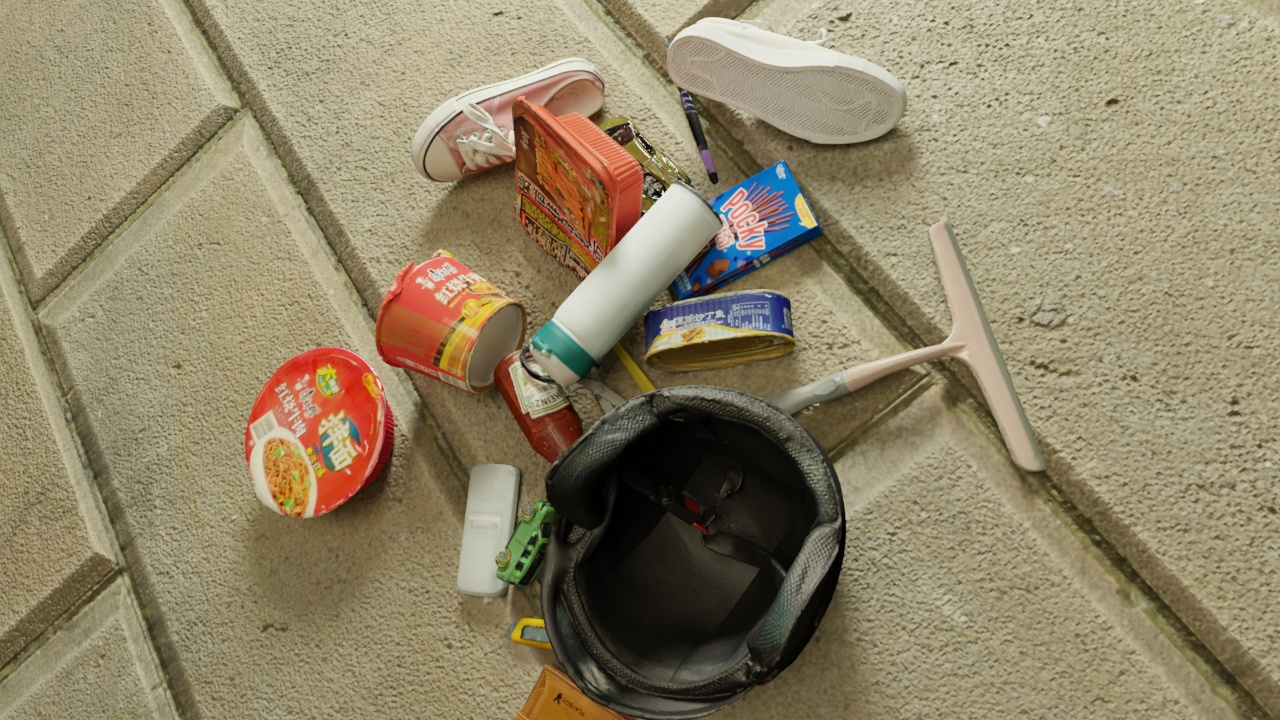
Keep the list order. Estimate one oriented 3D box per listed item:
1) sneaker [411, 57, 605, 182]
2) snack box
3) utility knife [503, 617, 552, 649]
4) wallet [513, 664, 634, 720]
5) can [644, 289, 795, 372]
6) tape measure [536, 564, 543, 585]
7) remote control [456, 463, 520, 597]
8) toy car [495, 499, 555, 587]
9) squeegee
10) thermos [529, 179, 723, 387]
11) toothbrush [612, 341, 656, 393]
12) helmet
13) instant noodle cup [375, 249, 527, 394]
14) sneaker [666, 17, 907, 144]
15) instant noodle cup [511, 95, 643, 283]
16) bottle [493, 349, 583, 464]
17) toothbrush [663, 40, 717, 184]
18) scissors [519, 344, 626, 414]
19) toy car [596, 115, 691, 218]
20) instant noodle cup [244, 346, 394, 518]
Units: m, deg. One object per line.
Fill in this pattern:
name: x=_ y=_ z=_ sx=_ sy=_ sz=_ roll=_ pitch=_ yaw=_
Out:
sneaker: x=-0.149 y=-0.255 z=1.028 sx=0.241 sy=0.118 sz=0.087 roll=-21 pitch=48 yaw=10
snack box: x=0.095 y=-0.129 z=0.932 sx=0.157 sy=0.026 sz=0.084 roll=-28 pitch=66 yaw=13
utility knife: x=-0.063 y=0.274 z=0.891 sx=0.165 sy=0.015 sz=0.033 roll=2 pitch=73 yaw=23
wallet: x=-0.082 y=0.369 z=0.867 sx=0.119 sy=0.035 sz=0.130 roll=26 pitch=86 yaw=20
can: x=0.074 y=-0.027 z=0.887 sx=0.148 sy=0.074 sz=0.049 roll=-9 pitch=69 yaw=20
tape measure: x=-0.069 y=0.211 z=0.888 sx=0.058 sy=0.057 sz=0.039 roll=32 pitch=84 yaw=12
remote control: x=-0.158 y=0.176 z=0.955 sx=0.056 sy=0.020 sz=0.135 roll=-1 pitch=76 yaw=23
toy car: x=-0.111 y=0.184 z=0.921 sx=0.036 sy=0.043 sz=0.091 roll=23 pitch=87 yaw=29
squeegee: x=0.202 y=0.018 z=0.842 sx=0.250 sy=0.040 sz=0.247 roll=-21 pitch=69 yaw=17
thermos: x=-0.016 y=-0.070 z=0.898 sx=0.073 sy=0.073 sz=0.224 roll=41 pitch=87 yaw=26
toothbrush: x=-0.006 y=0.006 z=0.941 sx=0.190 sy=0.016 sz=0.016 roll=53 pitch=133 yaw=22
helmet: x=0.048 y=0.154 z=0.763 sx=0.233 sy=0.230 sz=0.275 roll=37 pitch=99 yaw=20
instant noodle cup: x=-0.194 y=-0.032 z=0.973 sx=0.108 sy=0.138 sz=0.138 roll=27 pitch=86 yaw=17
sneaker: x=0.151 y=-0.290 z=0.931 sx=0.242 sy=0.090 sz=0.090 roll=20 pitch=42 yaw=11
instant noodle cup: x=-0.062 y=-0.175 z=0.947 sx=0.079 sy=0.189 sz=0.164 roll=-33 pitch=63 yaw=-24
bottle: x=-0.081 y=0.079 z=0.928 sx=0.060 sy=0.059 sz=0.206 roll=-38 pitch=65 yaw=8
toothbrush: x=0.054 y=-0.273 z=0.996 sx=0.014 sy=0.016 sz=0.189 roll=-22 pitch=70 yaw=15
scissors: x=-0.046 y=0.024 z=0.931 sx=0.159 sy=0.014 sz=0.174 roll=8 pitch=53 yaw=-9
toy car: x=-0.008 y=-0.208 z=0.990 sx=0.070 sy=0.042 sz=0.158 roll=-44 pitch=62 yaw=5
instant noodle cup: x=-0.350 y=0.084 z=1.035 sx=0.194 sy=0.066 sz=0.193 roll=-6 pitch=73 yaw=20
